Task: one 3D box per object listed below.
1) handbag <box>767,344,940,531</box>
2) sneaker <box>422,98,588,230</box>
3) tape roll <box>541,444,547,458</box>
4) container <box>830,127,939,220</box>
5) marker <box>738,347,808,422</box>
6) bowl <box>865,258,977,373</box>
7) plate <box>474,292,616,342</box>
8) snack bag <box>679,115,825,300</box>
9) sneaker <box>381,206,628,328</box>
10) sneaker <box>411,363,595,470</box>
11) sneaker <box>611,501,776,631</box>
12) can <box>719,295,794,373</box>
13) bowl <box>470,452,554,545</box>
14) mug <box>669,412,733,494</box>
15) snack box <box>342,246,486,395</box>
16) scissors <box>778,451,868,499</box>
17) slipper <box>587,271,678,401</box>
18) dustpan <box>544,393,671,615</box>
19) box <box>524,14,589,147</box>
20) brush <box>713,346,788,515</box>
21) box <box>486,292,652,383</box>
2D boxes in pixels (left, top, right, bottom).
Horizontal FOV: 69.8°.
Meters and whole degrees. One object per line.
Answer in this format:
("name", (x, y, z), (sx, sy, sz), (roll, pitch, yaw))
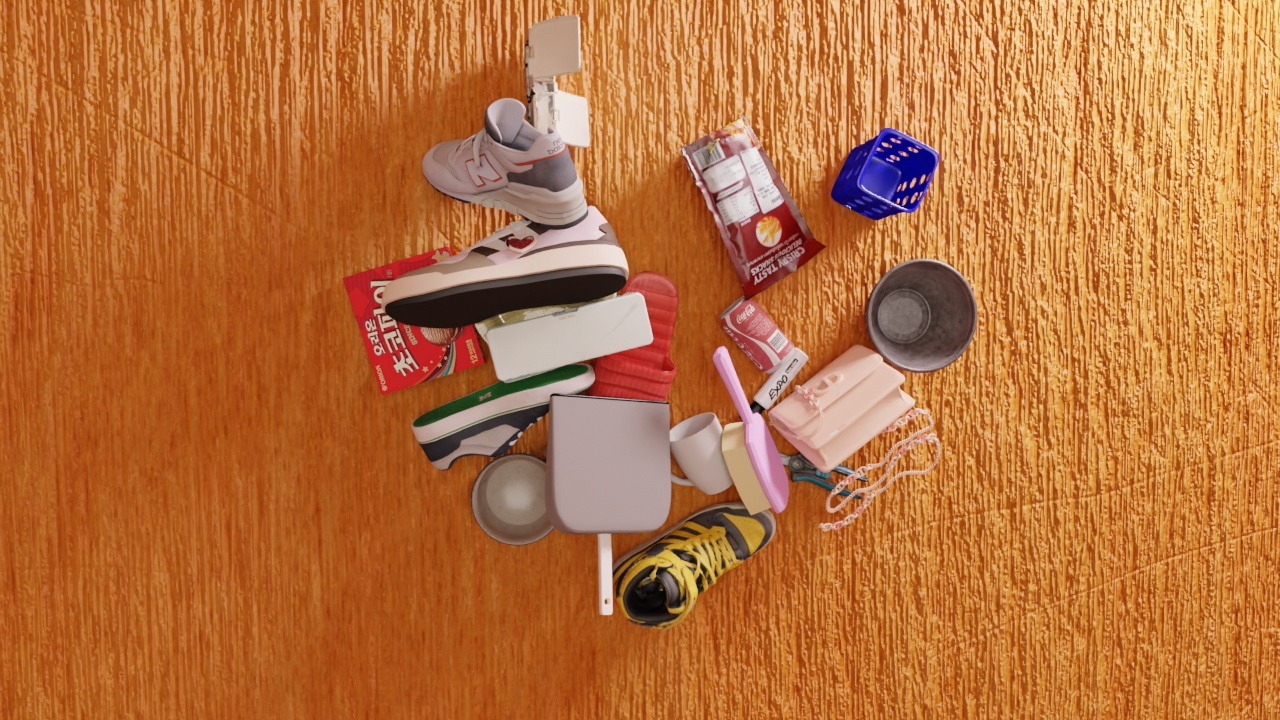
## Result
("handbag", (0.266, 0.100, 1.204), (0.198, 0.116, 0.187), (-37, 126, -7))
("sneaker", (-0.164, -0.245, 1.068), (0.240, 0.124, 0.088), (23, 50, 23))
("tape roll", (-0.084, 0.138, 1.152), (0.030, 0.094, 0.093), (-39, 96, -3))
("container", (0.305, -0.231, 1.158), (0.084, 0.113, 0.085), (25, 90, -6))
("marker", (0.173, 0.038, 1.205), (0.025, 0.025, 0.126), (39, 89, -6))
("bowl", (0.355, -0.058, 1.196), (0.145, 0.067, 0.145), (0, 93, -5))
("plate", (-0.124, -0.084, 1.165), (0.184, 0.036, 0.184), (0, 93, -5))
("snack bag", (0.141, -0.199, 1.164), (0.138, 0.067, 0.208), (-34, 97, -26))
("sneaker", (-0.168, -0.124, 1.099), (0.294, 0.112, 0.116), (-12, 72, -3))
("sneaker", (-0.162, 0.072, 1.153), (0.235, 0.084, 0.079), (-21, 108, 0))
("sneaker", (0.070, 0.256, 1.159), (0.238, 0.122, 0.086), (-27, 96, -2))
("can", (0.150, -0.033, 1.185), (0.054, 0.054, 0.096), (-43, 96, -2))
("bowl", (-0.154, 0.171, 1.164), (0.115, 0.059, 0.115), (0, 93, -5))
("mug", (0.067, 0.129, 1.186), (0.107, 0.071, 0.089), (-21, 104, 23))
("snack box", (-0.282, -0.050, 1.152), (0.132, 0.036, 0.152), (-18, 95, -4))
("scissors", (0.234, 0.140, 1.220), (0.135, 0.019, 0.130), (-25, 88, -4))
("slipper", (-0.007, 0.007, 1.171), (0.103, 0.059, 0.248), (17, 90, -6))
("dustpan", (-0.038, 0.174, 1.104), (0.163, 0.033, 0.257), (5, 76, -30))
("box", (-0.094, -0.322, 1.084), (0.081, 0.182, 0.143), (-3, 98, -10))
("brush", (0.127, 0.089, 1.153), (0.043, 0.089, 0.229), (-17, 110, 22))
("box", (-0.086, -0.029, 1.121), (0.199, 0.073, 0.086), (-16, 67, -5))
